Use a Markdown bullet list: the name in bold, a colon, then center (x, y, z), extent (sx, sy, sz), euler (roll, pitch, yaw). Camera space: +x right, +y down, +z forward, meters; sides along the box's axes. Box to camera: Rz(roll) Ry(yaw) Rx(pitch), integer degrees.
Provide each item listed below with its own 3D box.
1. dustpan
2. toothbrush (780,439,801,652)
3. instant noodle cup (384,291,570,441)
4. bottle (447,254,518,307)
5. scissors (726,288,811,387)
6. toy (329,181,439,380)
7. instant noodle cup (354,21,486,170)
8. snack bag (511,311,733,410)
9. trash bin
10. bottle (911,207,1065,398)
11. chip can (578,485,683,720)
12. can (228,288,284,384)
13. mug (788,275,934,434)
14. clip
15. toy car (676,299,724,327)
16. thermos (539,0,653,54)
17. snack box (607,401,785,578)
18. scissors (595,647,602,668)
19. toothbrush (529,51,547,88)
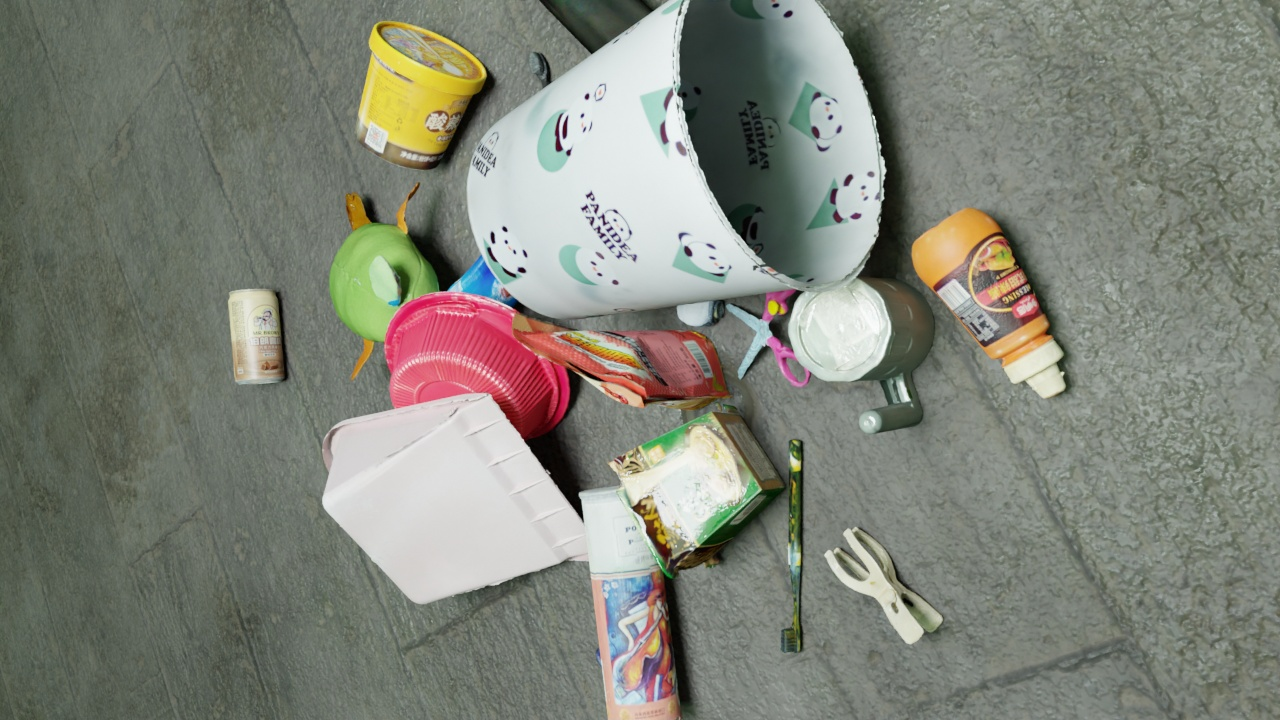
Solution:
- **dustpan**: center (-0.199, 0.123, 0.929), extent (0.274, 0.138, 0.222), euler (-23, 120, 10)
- **toothbrush**: center (0.130, 0.160, 0.790), extent (0.012, 0.017, 0.186), euler (-174, 83, -69)
- **instant noodle cup**: center (-0.168, 0.029, 0.887), extent (0.194, 0.065, 0.194), euler (9, 132, 10)
- **bottle**: center (-0.118, -0.107, 0.910), extent (0.219, 0.065, 0.065), euler (-45, 69, 25)
- **scissors**: center (0.108, -0.021, 0.766), extent (0.133, 0.017, 0.134), euler (64, 149, 32)
- **toy**: center (-0.280, -0.086, 0.984), extent (0.247, 0.089, 0.227), euler (34, 110, 53)
- **instant noodle cup**: center (-0.235, -0.270, 0.952), extent (0.118, 0.118, 0.115), euler (43, 121, 24)
- **snack bag**: center (-0.004, 0.004, 0.756), extent (0.129, 0.207, 0.073), euler (31, 102, 25)
- **trash bin**: center (0.015, -0.139, 0.696), extent (0.253, 0.229, 0.229), euler (-12, 86, 44)
- **bottle**: center (0.262, -0.038, 0.674), extent (0.067, 0.066, 0.149), euler (-36, 80, 28)
- **chip can**: center (-0.009, 0.224, 0.844), extent (0.071, 0.071, 0.214), euler (-10, 84, 33)
- **can**: center (-0.481, -0.029, 1.150), extent (0.059, 0.058, 0.116), euler (-6, 89, 33)
- **mug**: center (0.176, -0.005, 0.702), extent (0.084, 0.103, 0.124), euler (-22, 79, 31)
- **clip**: center (0.196, 0.180, 0.736), extent (0.100, 0.070, 0.035), euler (46, 113, 30)
- **toy car**: center (0.053, -0.075, 0.820), extent (0.043, 0.034, 0.090), euler (9, 98, 29)
- **thermos**: center (-0.036, -0.303, 0.837), extent (0.242, 0.089, 0.069), euler (48, 154, 22)
- **snack box**: center (0.056, 0.107, 0.786), extent (0.106, 0.118, 0.117), euler (-37, 72, 18)
- **scissors**: center (0.001, 0.350, 0.884), extent (0.176, 0.012, 0.162), euler (-28, 78, 28)
- **toothbrush**: center (-0.089, -0.229, 0.882), extent (0.014, 0.016, 0.188), euler (-25, 60, 25)
